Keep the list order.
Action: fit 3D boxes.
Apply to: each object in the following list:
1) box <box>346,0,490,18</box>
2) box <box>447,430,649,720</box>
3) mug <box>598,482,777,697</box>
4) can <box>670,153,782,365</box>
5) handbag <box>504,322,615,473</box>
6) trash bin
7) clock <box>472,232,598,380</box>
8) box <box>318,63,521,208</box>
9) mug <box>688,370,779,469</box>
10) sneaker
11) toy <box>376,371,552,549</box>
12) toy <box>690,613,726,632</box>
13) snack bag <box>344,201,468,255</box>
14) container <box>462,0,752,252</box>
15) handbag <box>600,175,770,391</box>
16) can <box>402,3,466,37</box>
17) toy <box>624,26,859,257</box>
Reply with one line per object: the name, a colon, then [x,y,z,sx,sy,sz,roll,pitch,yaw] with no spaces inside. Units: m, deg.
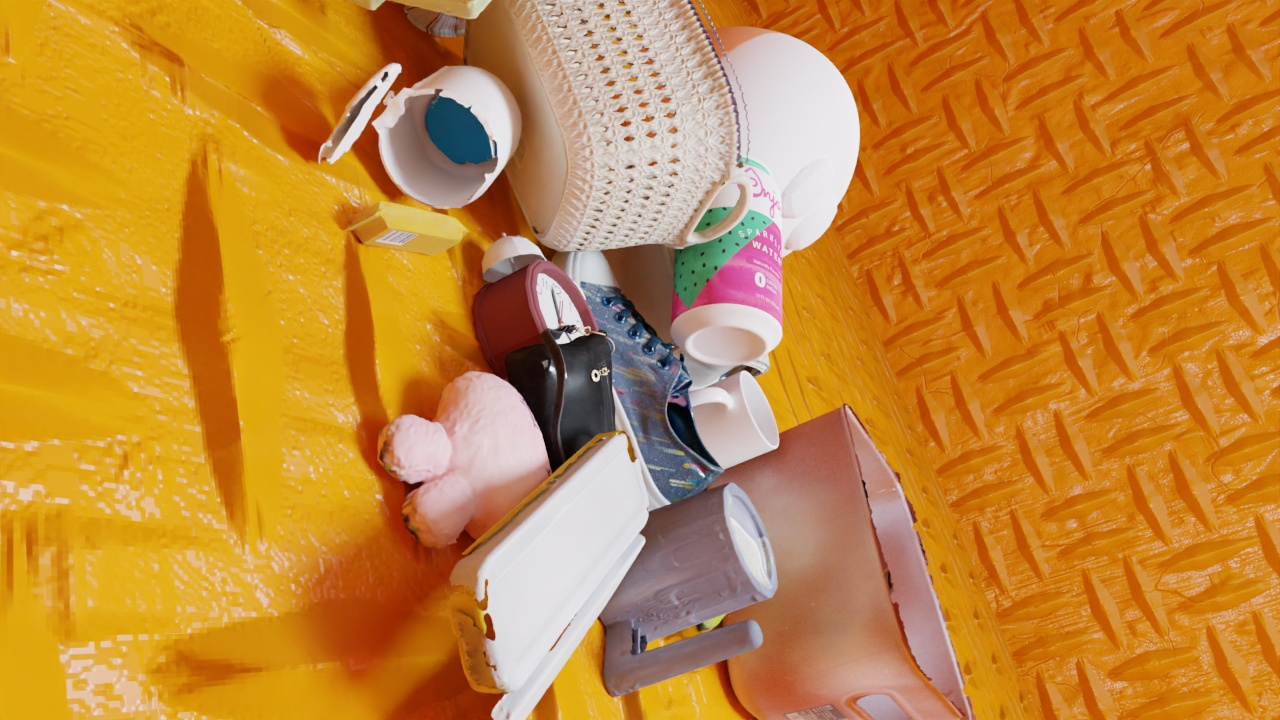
box: [-0.132,-0.291,0.618,0.030,0.138,0.186,100,9,-51]
box: [-0.042,0.120,0.473,0.209,0.045,0.128,-38,137,-68]
mug: [0.027,0.148,0.597,0.084,0.104,0.123,54,22,-30]
can: [0.072,-0.084,0.760,0.088,0.088,0.165,41,46,-48]
handbag: [-0.040,0.039,0.570,0.078,0.054,0.128,-25,117,-47]
trash bin: [0.166,0.196,0.814,0.181,0.158,0.259,48,27,-39]
clock: [-0.071,-0.029,0.641,0.096,0.048,0.137,43,31,-46]
box: [-0.130,-0.138,0.572,0.094,0.084,0.165,44,19,-19]
mug: [0.057,0.054,0.800,0.110,0.091,0.073,36,35,-53]
sneaker: [-0.004,0.004,0.723,0.087,0.079,0.235,14,54,-65]
toy: [-0.091,0.058,0.492,0.105,0.053,0.108,-10,77,-54]
toy: [0.044,0.155,0.722,0.092,0.043,0.117,63,18,-11]
snack bag: [-0.140,-0.080,0.560,0.099,0.026,0.020,-4,71,-68]
container: [-0.032,-0.199,0.685,0.251,0.143,0.185,66,-24,16]
handbag: [0.043,-0.074,0.864,0.141,0.096,0.198,5,61,-46]
can: [-0.156,-0.331,0.722,0.086,0.087,0.116,19,50,-63]
toy: [0.102,-0.244,1.045,0.281,0.265,0.263,43,-7,27]
